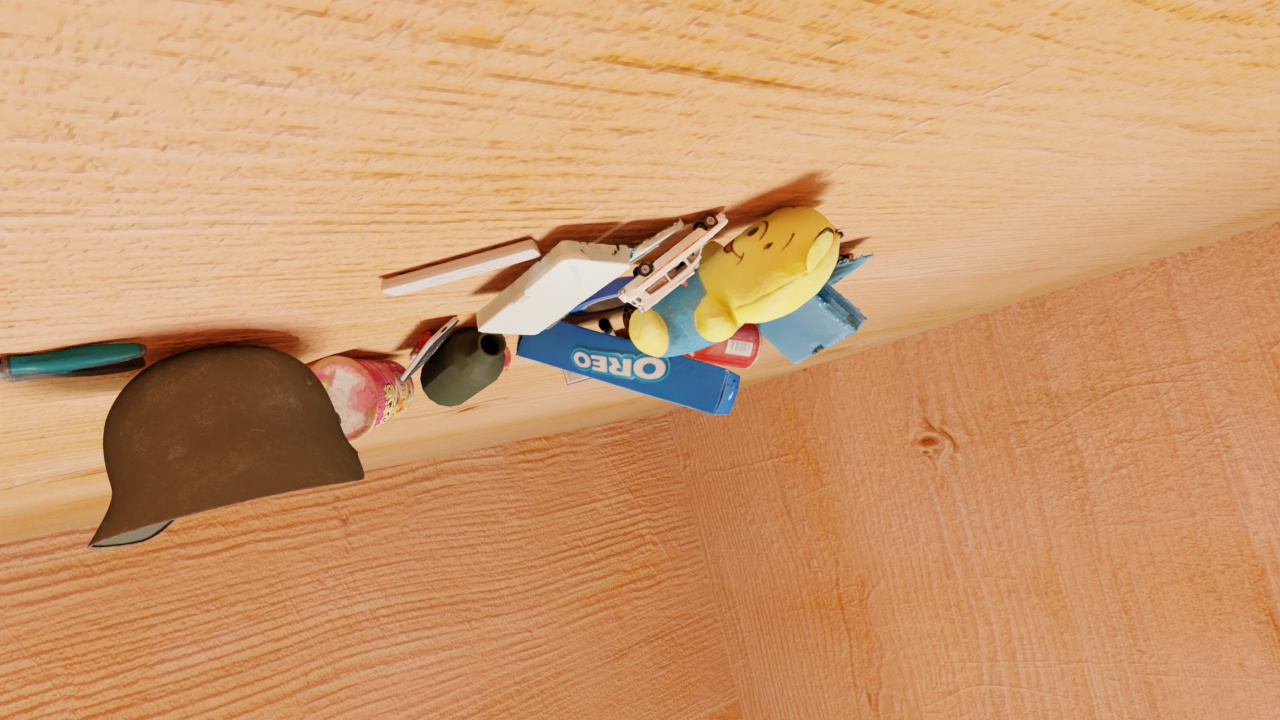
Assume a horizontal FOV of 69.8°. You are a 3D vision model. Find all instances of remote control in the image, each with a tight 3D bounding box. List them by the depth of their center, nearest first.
[{"bbox_3d":[-0.147,-0.076,0.754,0.131,0.012,0.033,-15,176,5],"label":"remote control"},{"bbox_3d":[-0.233,-0.011,1.010,0.045,0.008,0.147,-48,-173,-30],"label":"remote control"}]

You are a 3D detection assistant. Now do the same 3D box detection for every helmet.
[{"bbox_3d":[-0.378,0.066,0.844,0.227,0.153,0.267,-16,173,8],"label":"helmet"}]

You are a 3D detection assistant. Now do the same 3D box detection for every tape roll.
[{"bbox_3d":[-0.036,-0.071,1.018,0.091,0.016,0.093,-12,173,-20],"label":"tape roll"}]

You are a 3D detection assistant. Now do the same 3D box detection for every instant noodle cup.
[{"bbox_3d":[-0.318,0.038,1.056,0.098,0.097,0.108,-16,-179,15],"label":"instant noodle cup"}]

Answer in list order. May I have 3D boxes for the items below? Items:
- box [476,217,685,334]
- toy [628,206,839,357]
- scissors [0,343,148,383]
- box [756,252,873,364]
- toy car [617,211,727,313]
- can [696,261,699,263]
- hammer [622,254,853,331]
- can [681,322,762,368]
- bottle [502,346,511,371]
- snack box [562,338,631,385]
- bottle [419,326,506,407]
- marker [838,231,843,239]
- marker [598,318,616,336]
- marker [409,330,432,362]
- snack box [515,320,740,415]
[{"bbox_3d":[-0.058,-0.070,0.837,0.136,0.049,0.198,-19,176,-35],"label":"box"},{"bbox_3d":[0.090,-0.072,0.847,0.214,0.084,0.148,-24,-152,24],"label":"toy"},{"bbox_3d":[-0.467,0.004,0.730,0.153,0.019,0.128,-14,172,11],"label":"scissors"},{"bbox_3d":[0.233,-0.075,1.189,0.102,0.094,0.232,-46,178,-12],"label":"box"},{"bbox_3d":[0.032,-0.084,0.802,0.113,0.039,0.039,-37,-175,-8],"label":"toy car"},{"bbox_3d":[0.054,-0.061,1.019,0.079,0.079,0.143,-13,173,-14],"label":"can"},{"bbox_3d":[0.129,-0.087,1.179,0.320,0.036,0.123,-15,173,-16],"label":"hammer"},{"bbox_3d":[0.081,-0.030,1.239,0.170,0.067,0.067,7,164,-26],"label":"can"},{"bbox_3d":[-0.205,0.005,1.195,0.044,0.044,0.109,-10,173,-31],"label":"bottle"},{"bbox_3d":[-0.027,-0.008,1.395,0.144,0.040,0.147,-17,-179,21],"label":"snack box"},{"bbox_3d":[-0.200,0.003,1.060,0.071,0.071,0.207,-11,173,-27],"label":"bottle"},{"bbox_3d":[0.159,-0.120,1.047,0.152,0.011,0.011,-17,173,29],"label":"marker"},{"bbox_3d":[-0.045,-0.040,1.267,0.016,0.016,0.140,-14,174,1],"label":"marker"},{"bbox_3d":[-0.255,-0.013,1.061,0.012,0.013,0.142,-12,173,-21],"label":"marker"},{"bbox_3d":[-0.006,0.006,1.088,0.239,0.056,0.195,16,180,11],"label":"snack box"}]
